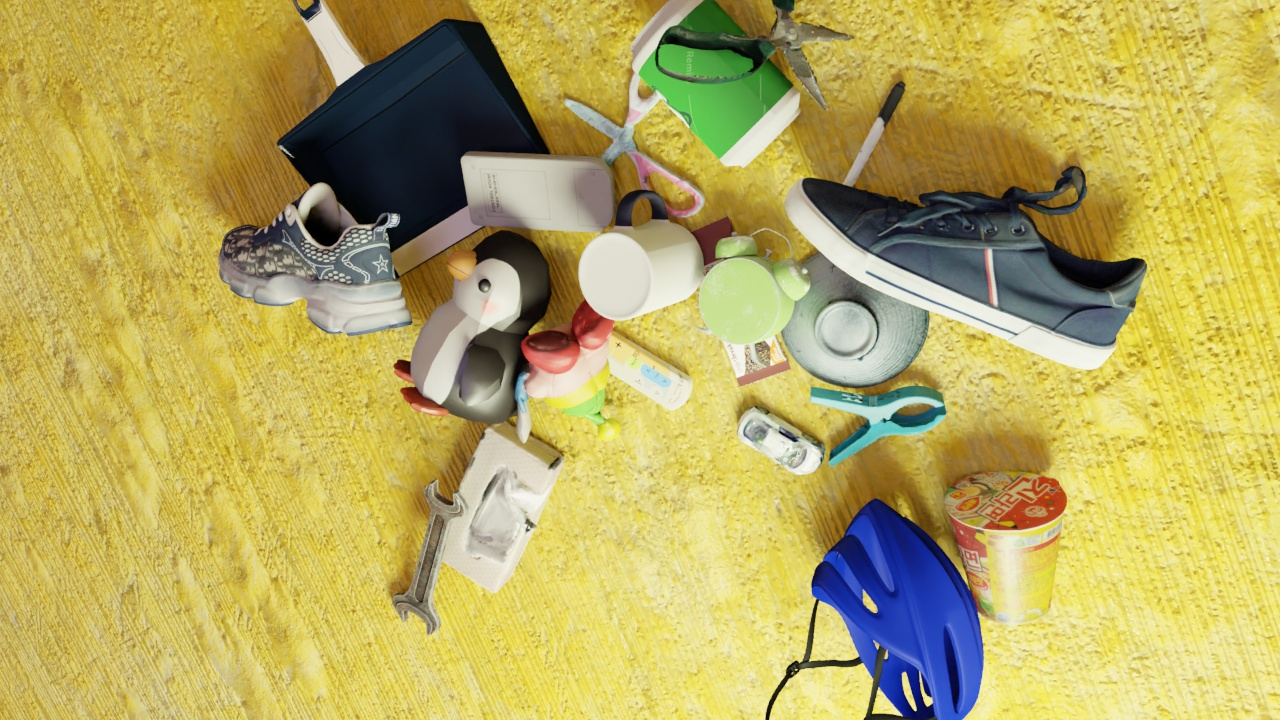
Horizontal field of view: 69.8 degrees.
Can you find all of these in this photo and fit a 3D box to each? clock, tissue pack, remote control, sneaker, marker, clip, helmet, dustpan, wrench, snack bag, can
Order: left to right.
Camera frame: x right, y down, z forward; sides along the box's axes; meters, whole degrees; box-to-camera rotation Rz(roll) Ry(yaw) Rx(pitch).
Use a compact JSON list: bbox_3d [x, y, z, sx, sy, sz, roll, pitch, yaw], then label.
[{"bbox_3d":[-0.338,-0.120,0.940,0.270,0.103,0.132,20,113,33],"label":"sneaker"},{"bbox_3d":[-0.248,-0.243,0.906,0.237,0.080,0.273,-25,96,24],"label":"dustpan"},{"bbox_3d":[-0.236,0.226,1.027,0.070,0.010,0.274,33,131,12],"label":"wrench"},{"bbox_3d":[-0.156,0.165,1.000,0.104,0.071,0.182,31,110,10],"label":"tissue pack"},{"bbox_3d":[-0.098,-0.165,0.894,0.151,0.019,0.074,5,125,13],"label":"remote control"},{"bbox_3d":[-0.005,0.005,0.926,0.125,0.018,0.038,31,113,11],"label":"remote control"},{"bbox_3d":[0.064,-0.240,0.784,0.140,0.087,0.088,45,114,-6],"label":"can"},{"bbox_3d":[0.089,-0.054,0.878,0.057,0.013,0.158,-20,98,25],"label":"snack bag"},{"bbox_3d":[0.100,-0.061,0.833,0.094,0.042,0.119,29,110,21],"label":"clock"},{"bbox_3d":[0.197,0.262,0.826,0.227,0.148,0.241,-27,102,-12],"label":"helmet"},{"bbox_3d":[0.193,-0.173,0.808,0.011,0.011,0.152,29,113,10],"label":"marker"},{"bbox_3d":[0.220,0.045,0.847,0.116,0.026,0.097,-13,117,19],"label":"clip"},{"bbox_3d":[0.268,-0.109,0.750,0.294,0.120,0.127,23,124,8],"label":"sneaker"}]

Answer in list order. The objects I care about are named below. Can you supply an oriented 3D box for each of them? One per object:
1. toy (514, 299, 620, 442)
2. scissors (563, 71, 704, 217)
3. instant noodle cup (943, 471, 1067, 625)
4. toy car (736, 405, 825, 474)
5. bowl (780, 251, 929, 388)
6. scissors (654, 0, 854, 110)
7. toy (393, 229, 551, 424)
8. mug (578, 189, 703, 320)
[{"bbox_3d":[-0.065,0.022,0.893,0.097,0.124,0.132,36,147,23],"label":"toy"},{"bbox_3d":[0.003,-0.214,0.864,0.170,0.013,0.177,37,116,10],"label":"scissors"},{"bbox_3d":[0.326,0.171,0.819,0.100,0.100,0.112,-3,112,20],"label":"instant noodle cup"},{"bbox_3d":[0.135,0.080,0.892,0.090,0.027,0.039,31,111,9],"label":"toy car"},{"bbox_3d":[0.187,-0.033,0.825,0.137,0.057,0.137,5,107,18],"label":"bowl"},{"bbox_3d":[0.082,-0.284,0.746,0.201,0.205,0.015,65,152,5],"label":"scissors"},{"bbox_3d":[-0.144,-0.036,0.916,0.140,0.159,0.184,19,104,-28],"label":"toy"},{"bbox_3d":[0.002,-0.100,0.842,0.079,0.096,0.112,8,107,30],"label":"mug"}]
